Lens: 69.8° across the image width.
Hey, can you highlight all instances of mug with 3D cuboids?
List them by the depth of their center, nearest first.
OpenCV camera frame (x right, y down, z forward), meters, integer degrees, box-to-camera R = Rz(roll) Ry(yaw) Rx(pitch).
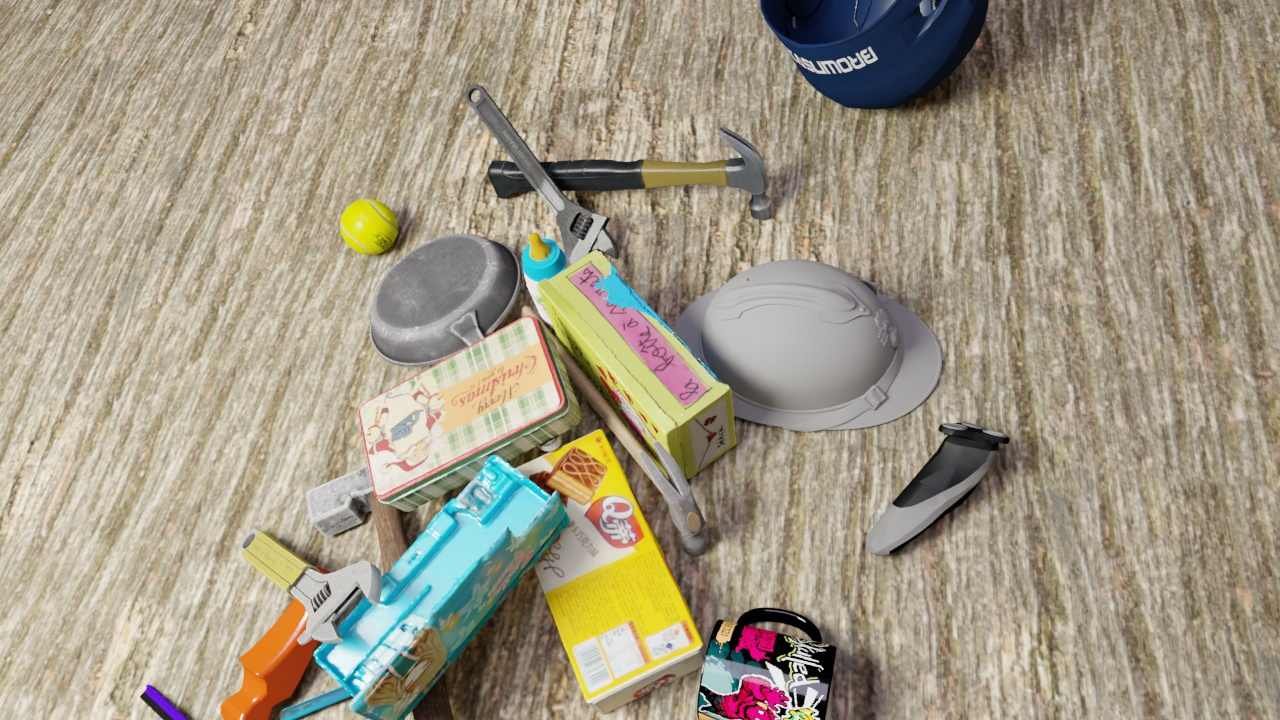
[{"bbox_3d":[0.110,0.254,0.764,0.098,0.082,0.117,9,34,16],"label":"mug"}]

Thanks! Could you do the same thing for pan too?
[{"bbox_3d":[-0.178,-0.026,0.966,0.187,0.055,0.357,-37,47,-8],"label":"pan"}]

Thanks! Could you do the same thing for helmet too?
[{"bbox_3d":[0.160,-0.037,0.895,0.271,0.118,0.183,6,61,12],"label":"helmet"},{"bbox_3d":[0.283,-0.415,1.028,0.232,0.222,0.272,30,98,39],"label":"helmet"}]

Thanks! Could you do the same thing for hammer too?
[{"bbox_3d":[-0.182,0.199,0.848,0.217,0.037,0.300,-23,52,-4],"label":"hammer"},{"bbox_3d":[-0.036,0.045,0.908,0.030,0.119,0.331,-31,50,-11],"label":"hammer"},{"bbox_3d":[-0.020,-0.212,1.048,0.333,0.118,0.025,3,52,19],"label":"hammer"}]

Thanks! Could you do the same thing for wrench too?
[{"bbox_3d":[-0.310,0.193,0.834,0.274,0.018,0.083,10,60,50],"label":"wrench"},{"bbox_3d":[-0.116,-0.208,1.045,0.073,0.018,0.273,-40,82,17],"label":"wrench"}]

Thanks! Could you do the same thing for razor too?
[{"bbox_3d":[0.262,0.117,0.825,0.156,0.060,0.057,-53,20,-3],"label":"razor"},{"bbox_3d":[-0.261,0.298,0.836,0.144,0.022,0.042,-24,50,1],"label":"razor"}]

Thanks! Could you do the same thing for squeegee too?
[{"bbox_3d":[-0.332,0.276,0.833,0.250,0.055,0.184,17,75,35],"label":"squeegee"}]

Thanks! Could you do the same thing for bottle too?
[{"bbox_3d":[-0.093,-0.085,0.955,0.051,0.146,0.051,-5,59,8],"label":"bottle"}]

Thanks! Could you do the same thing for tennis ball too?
[{"bbox_3d":[-0.322,-0.159,1.089,0.065,0.065,0.065,-5,59,8],"label":"tennis ball"}]

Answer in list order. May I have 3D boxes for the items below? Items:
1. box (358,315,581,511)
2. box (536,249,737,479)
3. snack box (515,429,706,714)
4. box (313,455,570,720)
[{"bbox_3d":[-0.165,0.050,0.870,0.206,0.049,0.117,-26,61,7],"label":"box"},{"bbox_3d":[-0.006,0.005,0.901,0.080,0.124,0.221,-36,61,-14],"label":"box"},{"bbox_3d":[-0.035,0.186,0.834,0.110,0.062,0.230,-25,58,-4],"label":"snack box"},{"bbox_3d":[-0.166,0.175,0.750,0.098,0.121,0.226,35,70,18],"label":"box"}]
